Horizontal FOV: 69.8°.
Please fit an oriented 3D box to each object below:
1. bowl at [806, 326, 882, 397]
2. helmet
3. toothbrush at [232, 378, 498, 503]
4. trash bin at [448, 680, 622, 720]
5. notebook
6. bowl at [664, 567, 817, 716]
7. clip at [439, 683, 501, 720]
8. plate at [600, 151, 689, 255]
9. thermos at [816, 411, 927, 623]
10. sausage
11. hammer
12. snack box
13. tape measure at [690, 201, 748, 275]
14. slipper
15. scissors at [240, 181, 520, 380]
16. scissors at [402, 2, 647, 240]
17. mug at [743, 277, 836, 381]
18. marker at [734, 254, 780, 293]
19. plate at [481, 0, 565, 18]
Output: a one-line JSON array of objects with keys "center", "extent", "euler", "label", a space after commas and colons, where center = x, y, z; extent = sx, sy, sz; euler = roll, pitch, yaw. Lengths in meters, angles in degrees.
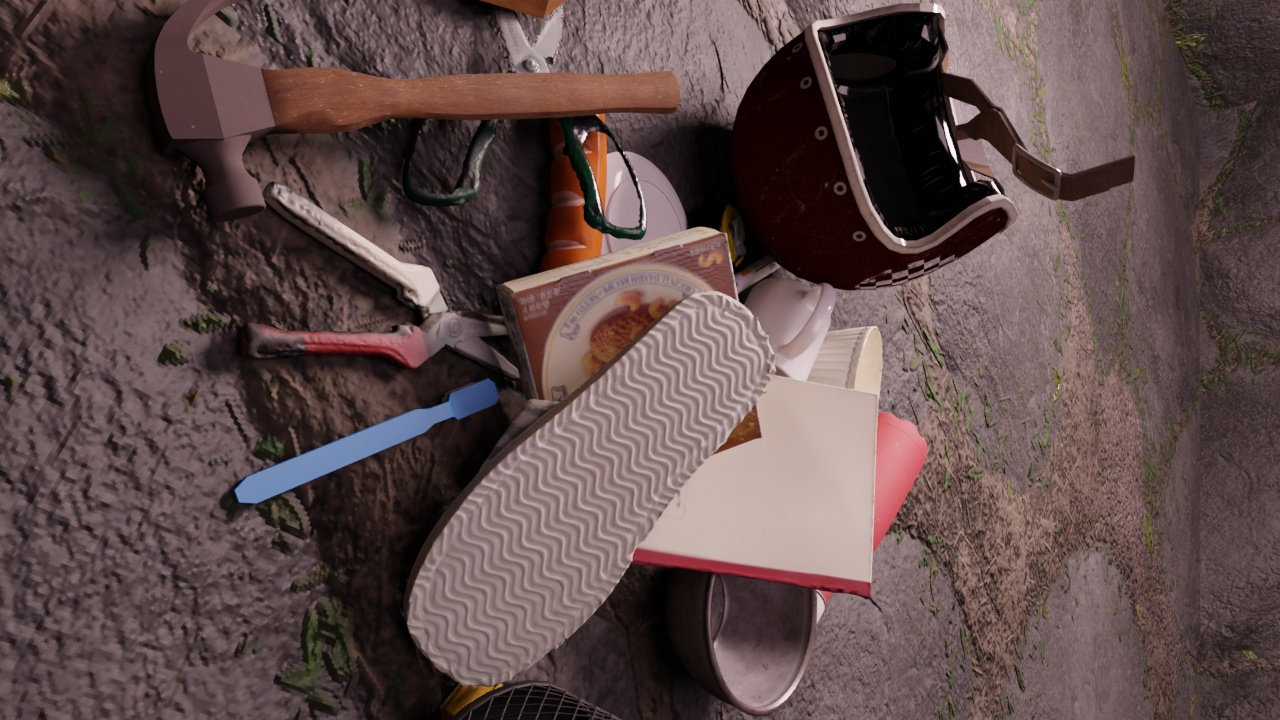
[{"center": [0.174, 0.023, 0.824], "extent": [0.115, 0.063, 0.115], "euler": [-29, 123, -60], "label": "bowl"}, {"center": [0.202, -0.166, 0.746], "extent": [0.234, 0.254, 0.233], "euler": [39, 36, -69], "label": "helmet"}, {"center": [-0.145, 0.042, 0.506], "extent": [0.166, 0.014, 0.016], "euler": [-24, 103, -44], "label": "toothbrush"}, {"center": [-0.011, 0.269, 0.450], "extent": [0.183, 0.210, 0.184], "euler": [-13, 109, -42], "label": "trash bin"}, {"center": [0.066, 0.076, 0.644], "extent": [0.208, 0.012, 0.152], "euler": [11, 70, -8], "label": "notebook"}, {"center": [0.067, 0.185, 0.689], "extent": [0.144, 0.067, 0.145], "euler": [9, 78, -49], "label": "bowl"}, {"center": [-0.092, 0.203, 0.544], "extent": [0.046, 0.037, 0.052], "euler": [54, 45, -13], "label": "clip"}, {"center": [0.002, -0.093, 0.696], "extent": [0.134, 0.011, 0.134], "euler": [9, 78, -49], "label": "plate"}, {"center": [0.182, 0.147, 0.826], "extent": [0.239, 0.073, 0.073], "euler": [-48, 120, -35], "label": "thermos"}, {"center": [-0.045, -0.106, 0.620], "extent": [0.044, 0.039, 0.164], "euler": [14, 74, -42], "label": "sausage"}, {"center": [-0.103, -0.151, 0.521], "extent": [0.322, 0.033, 0.115], "euler": [-14, 91, -38], "label": "hammer"}, {"center": [-0.003, 0.003, 0.589], "extent": [0.143, 0.041, 0.147], "euler": [-18, 108, -17], "label": "snack box"}, {"center": [0.067, -0.099, 0.750], "extent": [0.061, 0.034, 0.061], "euler": [-53, 129, -50], "label": "tape measure"}, {"center": [-0.028, 0.069, 0.542], "extent": [0.272, 0.054, 0.114], "euler": [-48, 111, -8], "label": "slipper"}, {"center": [-0.140, -0.029, 0.517], "extent": [0.186, 0.015, 0.179], "euler": [-47, 120, -43], "label": "scissors"}, {"center": [-0.087, -0.156, 0.576], "extent": [0.179, 0.015, 0.206], "euler": [-18, 77, -29], "label": "scissors"}, {"center": [0.118, -0.019, 0.746], "extent": [0.074, 0.111, 0.090], "euler": [37, 54, -9], "label": "mug"}, {"center": [0.094, -0.073, 0.796], "extent": [0.145, 0.017, 0.017], "euler": [-32, 109, -47], "label": "marker"}, {"center": [-0.085, -0.289, 0.593], "extent": [0.131, 0.025, 0.131], "euler": [15, 67, -39], "label": "plate"}]
